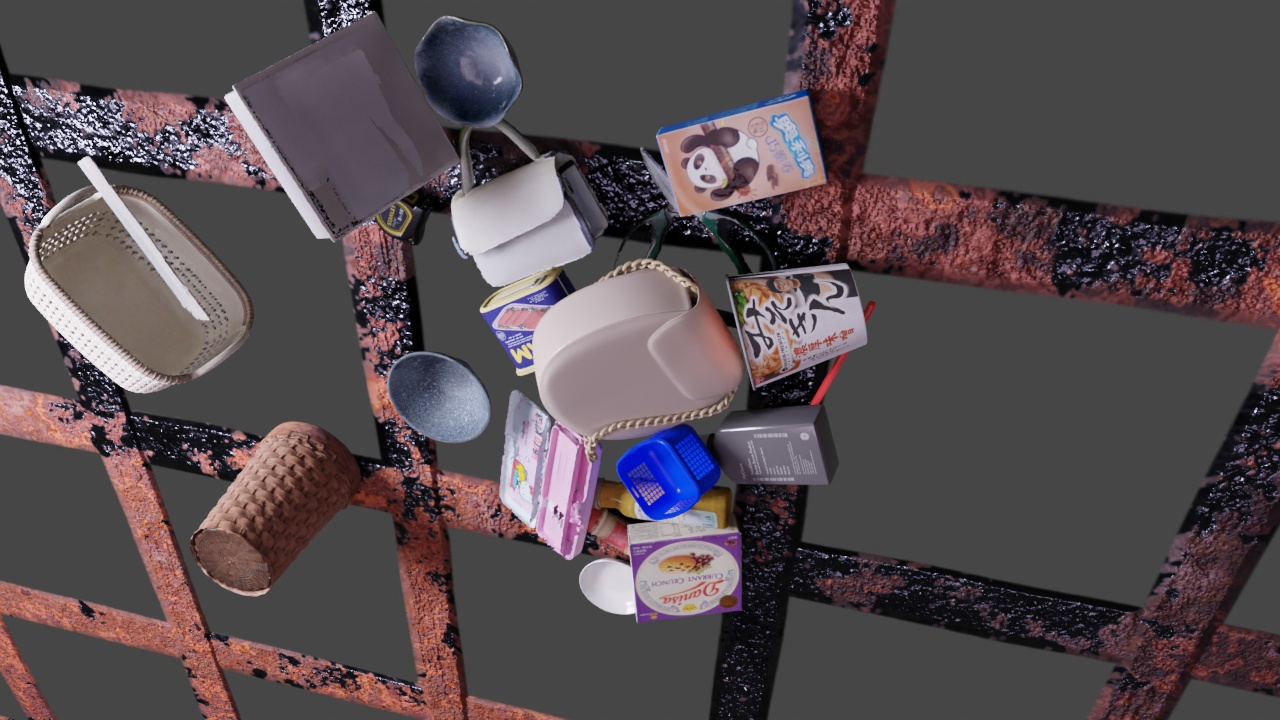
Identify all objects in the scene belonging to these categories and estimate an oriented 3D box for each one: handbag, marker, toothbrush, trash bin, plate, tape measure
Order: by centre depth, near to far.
[{"bbox_3d":[-0.138,-0.175,0.971,0.151,0.073,0.176,-16,116,26],"label":"handbag"},{"bbox_3d":[-0.005,0.005,0.983,0.209,0.103,0.210,-24,142,13],"label":"handbag"},{"bbox_3d":[0.058,-0.054,1.028,0.139,0.016,0.022,13,148,9],"label":"marker"},{"bbox_3d":[0.218,0.020,1.029,0.018,0.012,0.213,23,126,1],"label":"toothbrush"},{"bbox_3d":[-0.269,-0.167,1.039,0.061,0.034,0.062,28,131,-7],"label":"tape measure"},{"bbox_3d":[-0.499,0.204,1.250,0.151,0.209,0.151,9,125,12],"label":"trash bin"},{"bbox_3d":[-0.033,0.312,1.292,0.104,0.026,0.104,8,124,12],"label":"plate"}]

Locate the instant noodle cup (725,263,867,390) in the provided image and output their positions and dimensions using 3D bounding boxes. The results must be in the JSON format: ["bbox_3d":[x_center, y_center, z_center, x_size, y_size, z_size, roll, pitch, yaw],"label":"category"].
[{"bbox_3d":[0.161,-0.043,0.941,0.122,0.123,0.124,-14,119,7],"label":"instant noodle cup"}]

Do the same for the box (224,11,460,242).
[{"bbox_3d":[-0.334,-0.277,1.040,0.173,0.422,0.167,-29,115,-6],"label":"box"}]

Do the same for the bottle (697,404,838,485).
[{"bbox_3d":[0.136,0.101,1.078,0.174,0.046,0.084,-5,116,30],"label":"bottle"}]

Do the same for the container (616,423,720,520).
[{"bbox_3d":[0.036,0.130,1.088,0.096,0.058,0.114,56,140,2],"label":"container"}]

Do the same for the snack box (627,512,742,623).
[{"bbox_3d":[0.059,0.273,1.203,0.143,0.040,0.148,-6,123,-2],"label":"snack box"}]

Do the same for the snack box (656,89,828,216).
[{"bbox_3d":[0.100,-0.201,0.896,0.151,0.034,0.087,-11,117,17],"label":"snack box"}]

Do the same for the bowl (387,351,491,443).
[{"bbox_3d":[-0.242,0.033,1.150,0.137,0.057,0.137,8,125,12],"label":"bowl"}]

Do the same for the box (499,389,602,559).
[{"bbox_3d":[-0.119,0.147,1.182,0.152,0.038,0.202,38,132,31],"label":"box"}]

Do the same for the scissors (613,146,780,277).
[{"bbox_3d":[0.039,-0.130,0.983,0.203,0.015,0.201,-32,109,33],"label":"scissors"}]

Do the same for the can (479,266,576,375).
[{"bbox_3d":[-0.116,-0.046,1.060,0.116,0.056,0.092,-19,114,27],"label":"can"}]

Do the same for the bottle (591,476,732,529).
[{"bbox_3d":[0.021,0.177,1.169,0.186,0.053,0.053,4,124,15],"label":"bottle"}]

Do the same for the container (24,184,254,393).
[{"bbox_3d":[-0.618,-0.078,1.124,0.143,0.184,0.246,-25,112,40],"label":"container"}]

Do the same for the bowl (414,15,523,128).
[{"bbox_3d":[-0.163,-0.292,0.912,0.110,0.055,0.110,8,125,12],"label":"bowl"}]

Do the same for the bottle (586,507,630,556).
[{"bbox_3d":[-0.039,0.226,1.226,0.109,0.044,0.044,33,126,-7],"label":"bottle"}]
